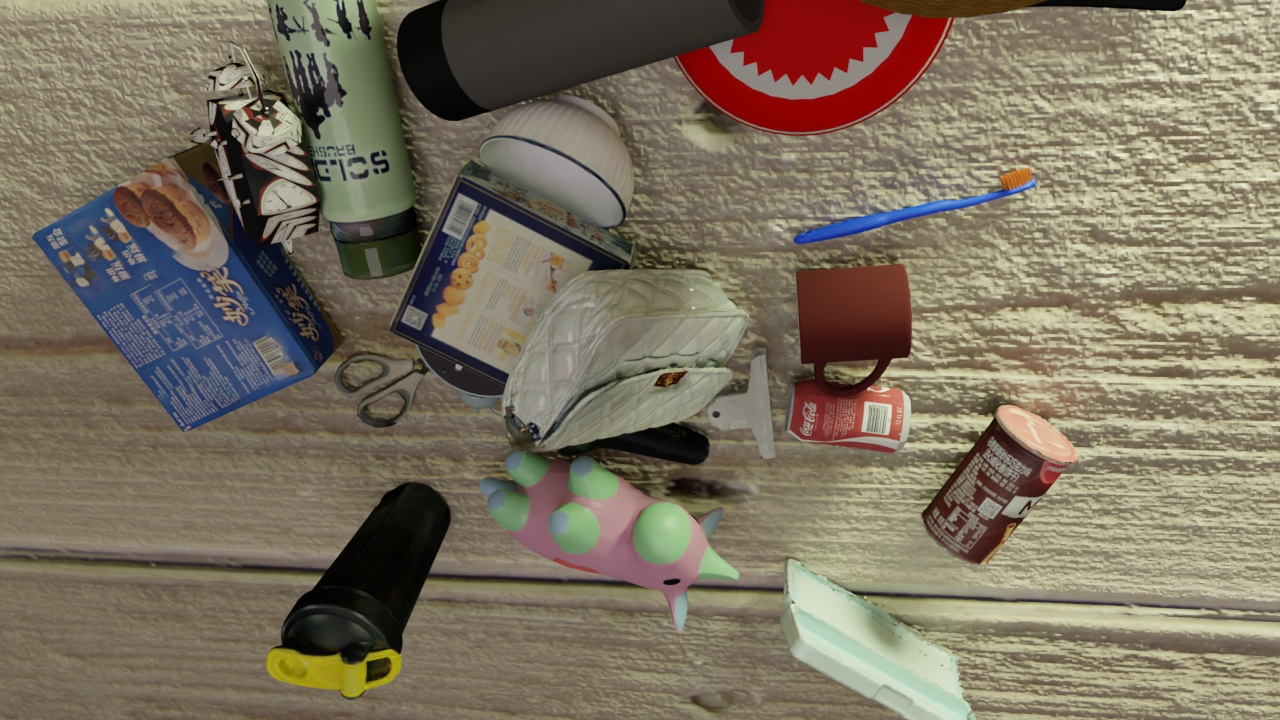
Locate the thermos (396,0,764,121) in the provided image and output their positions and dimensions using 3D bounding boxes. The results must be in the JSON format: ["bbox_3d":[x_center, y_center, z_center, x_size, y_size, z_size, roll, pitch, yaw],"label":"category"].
[{"bbox_3d":[-0.045,-0.228,0.614,0.241,0.082,0.082,-7,116,29],"label":"thermos"}]

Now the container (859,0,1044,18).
[{"bbox_3d":[0.178,-0.332,0.466,0.307,0.196,0.307,0,96,-3],"label":"container"}]

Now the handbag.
[{"bbox_3d":[-0.004,0.004,0.698,0.072,0.194,0.139,45,120,26],"label":"handbag"}]

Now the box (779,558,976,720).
[{"bbox_3d":[0.214,0.266,0.826,0.197,0.134,0.041,31,105,-8],"label":"box"}]

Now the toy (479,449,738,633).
[{"bbox_3d":[-0.034,0.149,0.824,0.223,0.120,0.171,6,154,36],"label":"toy"}]

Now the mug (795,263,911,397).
[{"bbox_3d":[0.167,-0.021,0.723,0.082,0.073,0.106,-3,110,10],"label":"mug"}]

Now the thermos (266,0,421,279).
[{"bbox_3d":[-0.223,-0.177,0.705,0.082,0.082,0.232,-2,116,9],"label":"thermos"}]

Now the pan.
[{"bbox_3d":[0.186,-0.251,0.620,0.356,0.067,0.209,7,116,9],"label":"pan"}]

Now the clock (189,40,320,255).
[{"bbox_3d":[-0.294,-0.160,0.688,0.065,0.114,0.155,-21,142,-28],"label":"clock"}]

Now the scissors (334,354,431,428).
[{"bbox_3d":[-0.194,0.015,0.831,0.171,0.012,0.121,-1,115,5],"label":"scissors"}]

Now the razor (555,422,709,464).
[{"bbox_3d":[-0.015,0.068,0.814,0.151,0.053,0.067,14,129,-7],"label":"razor"}]

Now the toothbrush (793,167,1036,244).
[{"bbox_3d":[0.207,-0.116,0.704,0.183,0.016,0.018,-12,109,14],"label":"toothbrush"}]

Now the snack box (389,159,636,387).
[{"bbox_3d":[-0.100,-0.055,0.711,0.145,0.042,0.145,27,115,-10],"label":"snack box"}]

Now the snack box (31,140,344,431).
[{"bbox_3d":[-0.381,-0.059,0.787,0.155,0.069,0.203,-22,112,18],"label":"snack box"}]

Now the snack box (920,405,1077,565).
[{"bbox_3d":[0.298,0.106,0.771,0.072,0.072,0.122,24,117,-4],"label":"snack box"}]

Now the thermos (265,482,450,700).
[{"bbox_3d":[-0.233,0.197,0.808,0.098,0.220,0.098,3,116,7],"label":"thermos"}]

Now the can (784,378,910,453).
[{"bbox_3d":[0.172,0.046,0.769,0.096,0.054,0.054,7,117,5],"label":"can"}]

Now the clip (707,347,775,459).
[{"bbox_3d":[0.086,0.043,0.788,0.058,0.050,0.102,-10,114,-1],"label":"clip"}]

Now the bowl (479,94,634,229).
[{"bbox_3d":[-0.053,-0.155,0.684,0.118,0.118,0.062,25,76,-5],"label":"bowl"}]

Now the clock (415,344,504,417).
[{"bbox_3d":[-0.124,-0.021,0.778,0.122,0.045,0.159,-12,114,9],"label":"clock"}]
